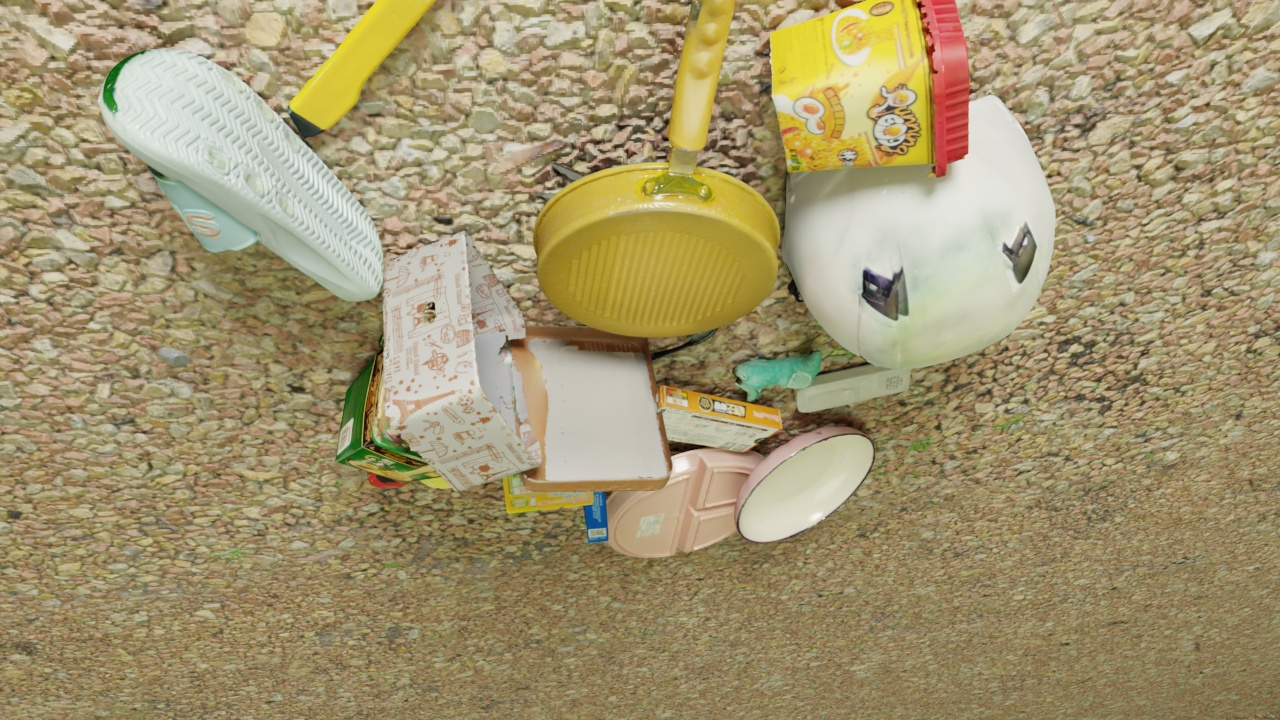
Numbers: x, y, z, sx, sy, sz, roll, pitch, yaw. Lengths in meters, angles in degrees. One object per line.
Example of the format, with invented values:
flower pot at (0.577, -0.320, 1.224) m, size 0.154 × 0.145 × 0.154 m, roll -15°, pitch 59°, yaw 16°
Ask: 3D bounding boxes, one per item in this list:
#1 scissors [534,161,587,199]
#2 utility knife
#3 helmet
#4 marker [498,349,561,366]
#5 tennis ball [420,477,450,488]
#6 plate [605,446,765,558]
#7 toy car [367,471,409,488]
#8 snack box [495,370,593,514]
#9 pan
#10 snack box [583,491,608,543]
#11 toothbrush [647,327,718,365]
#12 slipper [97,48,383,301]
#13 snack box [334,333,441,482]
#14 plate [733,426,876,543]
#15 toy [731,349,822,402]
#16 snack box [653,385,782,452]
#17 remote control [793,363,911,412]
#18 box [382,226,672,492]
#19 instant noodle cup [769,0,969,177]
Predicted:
scissors at (0.002, -0.120, 0.767) m, size 0.164 × 0.014 × 0.164 m, roll -14°, pitch 141°, yaw 6°
utility knife at (-0.164, -0.218, 0.599) m, size 0.224 × 0.015 × 0.033 m, roll -33°, pitch 136°, yaw 30°
helmet at (0.242, -0.076, 0.769) m, size 0.229 × 0.145 × 0.259 m, roll -15°, pitch 143°, yaw 6°
marker at (-0.100, 0.000, 0.877) m, size 0.145 × 0.017 × 0.017 m, roll 6°, pitch 140°, yaw -7°
tennis ball at (-0.207, 0.101, 0.958) m, size 0.065 × 0.065 × 0.066 m, roll -6°, pitch 142°, yaw -5°
plate at (0.059, 0.183, 1.132) m, size 0.229 × 0.028 × 0.230 m, roll -12°, pitch 144°, yaw -9°
toy car at (-0.268, 0.101, 0.974) m, size 0.049 × 0.031 × 0.106 m, roll -1°, pitch 140°, yaw -14°
snack box at (-0.096, 0.076, 0.904) m, size 0.087 × 0.140 × 0.034 m, roll -7°, pitch 180°, yaw -5°
pan at (0.026, -0.132, 0.669) m, size 0.197 × 0.078 × 0.358 m, roll 4°, pitch 152°, yaw -8°
snack box at (-0.054, 0.128, 1.012) m, size 0.026 × 0.084 × 0.157 m, roll -7°, pitch 143°, yaw -5°
toothbrush at (-0.006, 0.005, 0.925) m, size 0.189 × 0.014 × 0.017 m, roll -27°, pitch 132°, yaw 21°
slipper at (-0.271, -0.116, 0.642) m, size 0.074 × 0.104 × 0.245 m, roll -20°, pitch 148°, yaw 15°
snack box at (-0.227, 0.057, 0.870) m, size 0.106 × 0.118 × 0.117 m, roll -27°, pitch 141°, yaw 36°
plate at (0.190, 0.142, 1.096) m, size 0.192 × 0.039 × 0.193 m, roll -20°, pitch 140°, yaw -17°
toy at (0.140, 0.017, 0.963) m, size 0.092 × 0.030 × 0.097 m, roll -2°, pitch 149°, yaw -3°
snack box at (0.072, 0.066, 1.000) m, size 0.153 × 0.026 × 0.075 m, roll 12°, pitch 148°, yaw -26°
remote control at (0.231, 0.029, 1.001) m, size 0.125 × 0.024 × 0.049 m, roll -13°, pitch 143°, yaw 3°
box at (-0.102, 0.019, 0.786) m, size 0.269 × 0.179 × 0.136 m, roll 24°, pitch 129°, yaw -36°
instant noodle cup at (0.158, -0.191, 0.641) m, size 0.124 × 0.115 × 0.116 m, roll -7°, pitch 144°, yaw 15°
